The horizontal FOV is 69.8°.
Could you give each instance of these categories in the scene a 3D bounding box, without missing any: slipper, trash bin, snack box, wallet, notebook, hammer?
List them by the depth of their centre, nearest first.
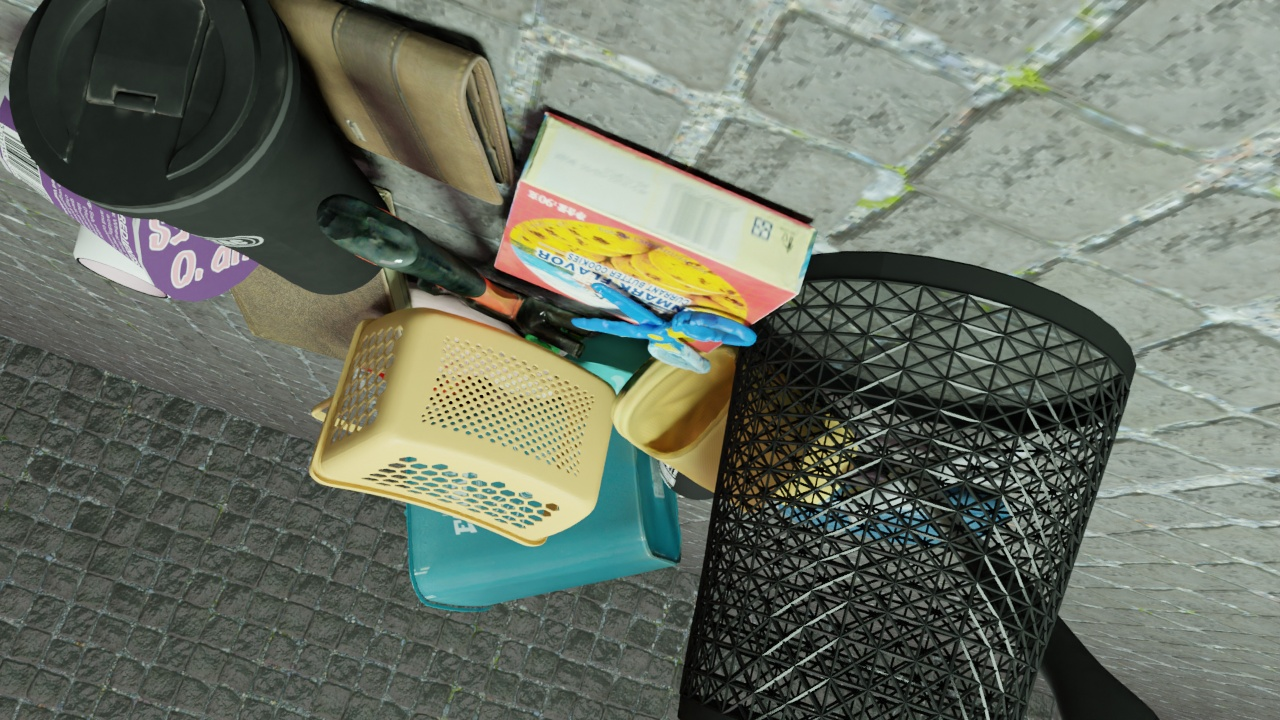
[{"bbox_3d":[-0.113,-0.123,0.440,0.099,0.027,0.121,22,166,6],"label":"wallet"},{"bbox_3d":[-0.001,-0.059,0.494,0.142,0.040,0.145,21,165,-9],"label":"snack box"},{"bbox_3d":[0.133,0.100,0.508,0.217,0.242,0.217,17,164,5],"label":"trash bin"},{"bbox_3d":[-0.101,-0.045,0.511,0.133,0.033,0.333,24,179,3],"label":"hammer"},{"bbox_3d":[0.233,0.140,0.595,0.125,0.029,0.310,-21,-161,2],"label":"hammer"},{"bbox_3d":[-0.259,-0.072,0.666,0.190,0.034,0.216,17,149,3],"label":"notebook"},{"bbox_3d":[0.092,0.060,0.666,0.263,0.099,0.078,29,-170,-46],"label":"slipper"},{"bbox_3d":[-0.153,-0.013,0.797,0.107,0.055,0.221,4,158,38],"label":"slipper"},{"bbox_3d":[0.232,0.127,0.836,0.214,0.059,0.104,7,155,-1],"label":"slipper"},{"bbox_3d":[-0.086,0.135,0.905,0.219,0.196,0.199,-10,162,13],"label":"trash bin"}]

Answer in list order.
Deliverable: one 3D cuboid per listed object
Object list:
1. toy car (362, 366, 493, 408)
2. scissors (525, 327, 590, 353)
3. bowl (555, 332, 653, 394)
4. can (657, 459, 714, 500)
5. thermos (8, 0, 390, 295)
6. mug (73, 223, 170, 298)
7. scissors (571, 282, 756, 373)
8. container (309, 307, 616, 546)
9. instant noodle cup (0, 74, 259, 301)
[{"bbox_3d":[-0.212,0.013,0.917,0.081,0.056,0.189,13,173,14],"label":"toy car"},{"bbox_3d":[-0.062,-0.021,0.746,0.117,0.012,0.130,17,165,3],"label":"scissors"},{"bbox_3d":[-0.004,0.004,0.700,0.121,0.046,0.121,17,164,5],"label":"bowl"},{"bbox_3d":[0.057,0.077,0.817,0.080,0.080,0.146,17,164,4],"label":"can"},{"bbox_3d":[-0.184,-0.092,0.441,0.106,0.105,0.219,17,171,4],"label":"thermos"},{"bbox_3d":[-0.388,-0.098,0.732,0.124,0.076,0.090,6,160,37],"label":"mug"},{"bbox_3d":[0.013,-0.017,0.529,0.125,0.013,0.129,9,160,31],"label":"scissors"},{"bbox_3d":[-0.129,0.049,0.664,0.183,0.129,0.167,23,155,-28],"label":"container"},{"bbox_3d":[-0.280,-0.120,0.513,0.122,0.121,0.137,26,121,9],"label":"instant noodle cup"}]
